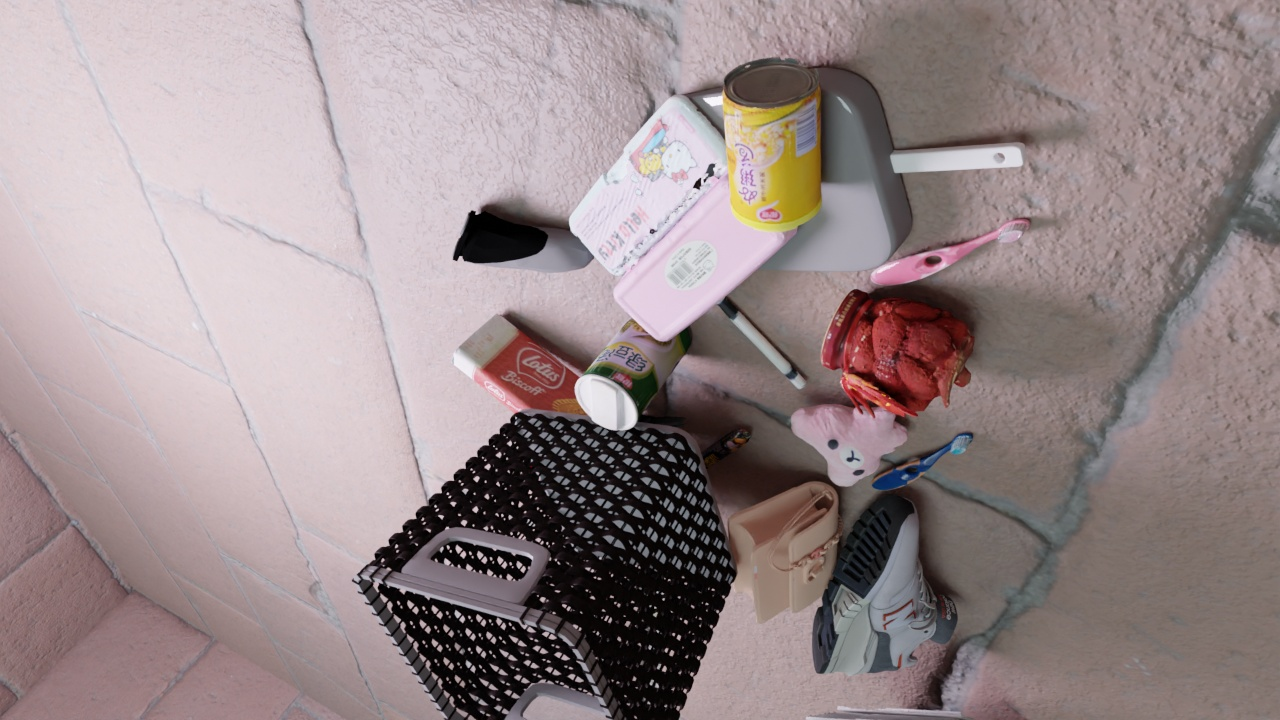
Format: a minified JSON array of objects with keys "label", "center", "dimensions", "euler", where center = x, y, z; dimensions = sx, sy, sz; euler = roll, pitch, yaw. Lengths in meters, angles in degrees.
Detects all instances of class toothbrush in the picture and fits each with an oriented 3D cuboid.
[{"label":"toothbrush","center":[0.231,-0.080,0.699],"dimensions":[0.135,0.016,0.021],"euler":[-20,113,47]},{"label":"toothbrush","center":[0.087,-0.039,0.851],"dimensions":[0.187,0.017,0.012],"euler":[45,141,-8]},{"label":"toothbrush","center":[0.260,0.099,0.858],"dimensions":[0.021,0.017,0.135],"euler":[42,142,-3]}]

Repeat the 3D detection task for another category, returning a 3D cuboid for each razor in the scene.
[{"label":"razor","center":[-0.116,-0.114,0.907],"dimensions":[0.156,0.057,0.060],"euler":[14,165,15]}]

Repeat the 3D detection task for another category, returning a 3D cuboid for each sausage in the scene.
[{"label":"sausage","center":[0.077,0.105,1.005],"dimensions":[0.020,0.020,0.156],"euler":[41,142,-4]}]

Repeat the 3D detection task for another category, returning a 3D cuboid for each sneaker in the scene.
[{"label":"sneaker","center":[0.268,0.241,0.947],"dimensions":[0.124,0.088,0.240],"euler":[12,124,-8]}]

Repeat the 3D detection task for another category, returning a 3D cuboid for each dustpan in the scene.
[{"label":"dustpan","center":[0.155,-0.141,0.689],"dimensions":[0.258,0.033,0.163],"euler":[8,134,45]}]

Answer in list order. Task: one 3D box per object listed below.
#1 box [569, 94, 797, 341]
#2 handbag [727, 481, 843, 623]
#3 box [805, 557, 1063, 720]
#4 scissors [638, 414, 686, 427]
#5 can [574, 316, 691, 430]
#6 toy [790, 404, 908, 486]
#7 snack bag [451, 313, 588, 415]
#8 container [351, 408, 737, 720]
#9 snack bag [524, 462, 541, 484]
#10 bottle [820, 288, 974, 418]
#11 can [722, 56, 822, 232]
[{"label":"box","center":[0.025,-0.111,0.785],"dimensions":[0.153,0.041,0.202],"euler":[44,140,-4]},{"label":"handbag","center":[0.130,0.161,0.999],"dimensions":[0.187,0.116,0.199],"euler":[51,161,41]},{"label":"box","center":[0.349,0.395,1.081],"dimensions":[0.168,0.444,0.165],"euler":[-19,106,47]},{"label":"scissors","center":[-0.001,0.060,1.018],"dimensions":[0.118,0.019,0.148],"euler":[28,146,19]},{"label":"can","center":[-0.005,0.005,0.884],"dimensions":[0.067,0.120,0.067],"euler":[22,139,20]},{"label":"toy","center":[0.199,0.072,0.852],"dimensions":[0.096,0.052,0.099],"euler":[-24,116,35]},{"label":"snack bag","center":[-0.100,0.040,1.009],"dimensions":[0.225,0.077,0.041],"euler":[39,147,7]},{"label":"container","center":[-0.069,0.215,0.886],"dimensions":[0.248,0.242,0.246],"euler":[5,130,31]},{"label":"snack bag","center":[-0.051,0.139,1.072],"dimensions":[0.177,0.082,0.082],"euler":[-8,124,28]},{"label":"bottle","center":[0.206,0.000,0.737],"dimensions":[0.111,0.098,0.099],"euler":[24,140,24]},{"label":"can","center":[0.094,-0.150,0.648],"dimensions":[0.068,0.067,0.105],"euler":[16,140,25]}]
